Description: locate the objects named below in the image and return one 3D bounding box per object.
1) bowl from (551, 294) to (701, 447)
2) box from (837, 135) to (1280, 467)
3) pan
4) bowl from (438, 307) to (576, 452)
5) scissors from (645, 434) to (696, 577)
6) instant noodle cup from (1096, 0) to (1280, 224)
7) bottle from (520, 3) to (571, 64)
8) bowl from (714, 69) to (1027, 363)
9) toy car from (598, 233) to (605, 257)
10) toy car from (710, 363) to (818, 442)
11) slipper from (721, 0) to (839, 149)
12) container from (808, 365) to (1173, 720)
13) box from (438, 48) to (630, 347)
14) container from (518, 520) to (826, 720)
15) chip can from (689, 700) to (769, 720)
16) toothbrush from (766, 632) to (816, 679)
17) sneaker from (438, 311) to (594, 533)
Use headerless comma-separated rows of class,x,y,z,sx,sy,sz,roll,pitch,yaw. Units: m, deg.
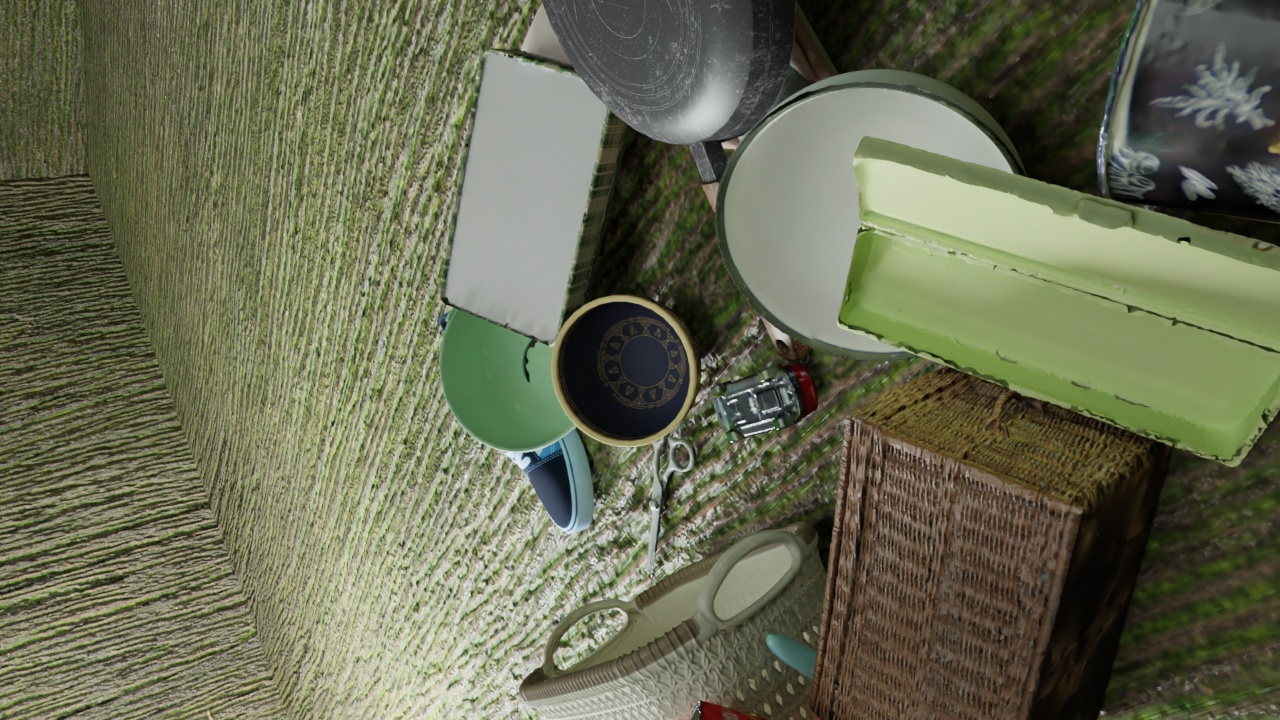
bowl,-0.004,0.004,0.697,0.112,0.061,0.112,3,100,19
box,0.178,-0.028,0.383,0.188,0.043,0.141,21,158,21
pan,0.030,-0.145,0.539,0.208,0.040,0.357,8,126,57
bowl,-0.091,0.002,0.788,0.151,0.077,0.151,-1,89,21
scissors,0.010,0.102,0.765,0.095,0.014,0.171,49,134,29
instant noodle cup,0.236,-0.101,0.299,0.112,0.137,0.137,27,123,34
bottle,-0.079,-0.221,0.733,0.051,0.051,0.147,61,142,19
bowl,0.121,-0.080,0.471,0.153,0.072,0.154,13,131,15
toy car,-0.053,-0.135,0.735,0.034,0.046,0.112,5,105,55
toy car,0.082,0.028,0.620,0.091,0.036,0.042,-25,82,53
slipper,0.052,-0.187,0.568,0.274,0.054,0.114,59,141,18
container,0.172,0.111,0.466,0.113,0.113,0.199,24,122,43
box,-0.080,-0.121,0.694,0.118,0.049,0.206,20,113,16
container,0.038,0.216,0.637,0.143,0.184,0.247,58,143,6
chip can,0.131,0.245,0.483,0.233,0.073,0.073,16,126,1
toothbrush,0.149,0.209,0.536,0.180,0.016,0.017,33,146,-2
sneaker,-0.128,0.057,0.859,0.084,0.098,0.241,-39,71,53
